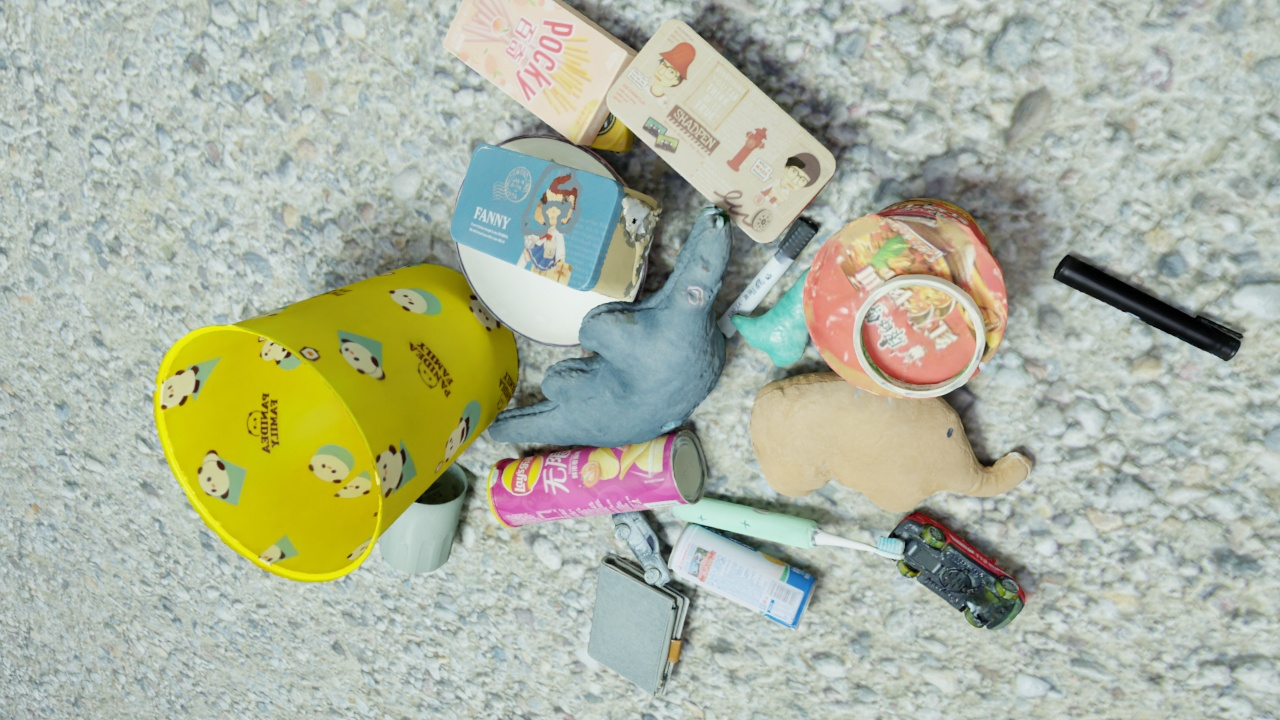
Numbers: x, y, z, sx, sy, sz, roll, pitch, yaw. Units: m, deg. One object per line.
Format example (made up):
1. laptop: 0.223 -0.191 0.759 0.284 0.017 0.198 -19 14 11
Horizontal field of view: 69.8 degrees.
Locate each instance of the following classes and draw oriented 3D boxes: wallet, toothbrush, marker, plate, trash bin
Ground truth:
1. wallet: -0.002 0.277 0.957 0.107 0.036 0.130 23 119 27
2. toothbrush: 0.126 0.151 0.828 0.225 0.026 0.027 8 96 32
3. marker: 0.102 -0.067 0.769 0.131 0.018 0.022 -51 61 32
4. plate: -0.076 -0.107 0.820 0.193 0.038 0.193 10 115 21
5. marker: 0.362 -0.039 0.658 0.132 0.020 0.022 29 123 11
6. trash bin: -0.254 0.033 0.837 0.230 0.254 0.230 10 116 21

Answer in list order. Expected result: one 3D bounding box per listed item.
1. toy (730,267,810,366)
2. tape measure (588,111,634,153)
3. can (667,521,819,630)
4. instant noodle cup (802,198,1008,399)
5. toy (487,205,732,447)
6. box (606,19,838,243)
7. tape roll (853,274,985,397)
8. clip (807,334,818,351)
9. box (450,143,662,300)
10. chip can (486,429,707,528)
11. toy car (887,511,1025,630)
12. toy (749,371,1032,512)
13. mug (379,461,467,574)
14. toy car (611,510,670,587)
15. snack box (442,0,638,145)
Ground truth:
1. toy: 0.134 -0.034 0.751 0.096 0.030 0.092 42 109 13
2. tape measure: -0.027 -0.204 0.761 0.057 0.028 0.060 13 104 22
3. can: 0.096 0.202 0.867 0.135 0.053 0.053 23 119 15
4. instant noodle cup: 0.199 -0.053 0.675 0.138 0.108 0.138 9 115 21
5. toy: -0.005 0.005 0.791 0.138 0.091 0.358 28 135 -18
6. box: 0.065 -0.174 0.707 0.168 0.076 0.091 42 103 1
7. tape roll: 0.188 -0.016 0.623 0.086 0.013 0.086 10 116 21
8. clip: 0.155 -0.014 0.766 0.057 0.029 0.025 42 117 10
9. box: -0.074 -0.112 0.720 0.184 0.059 0.090 21 97 36
10. chip can: -0.044 0.115 0.885 0.211 0.071 0.071 -12 106 28
11. toy car: 0.268 0.177 0.781 0.120 0.045 0.053 38 124 12
12. toy: 0.200 0.068 0.749 0.226 0.082 0.143 6 138 21
13. mug: -0.248 0.155 1.000 0.124 0.083 0.104 41 128 36
14. toy car: 0.002 0.183 0.911 0.034 0.043 0.090 -33 92 -2
15. snack box: -0.083 -0.253 0.747 0.157 0.026 0.085 39 113 15
